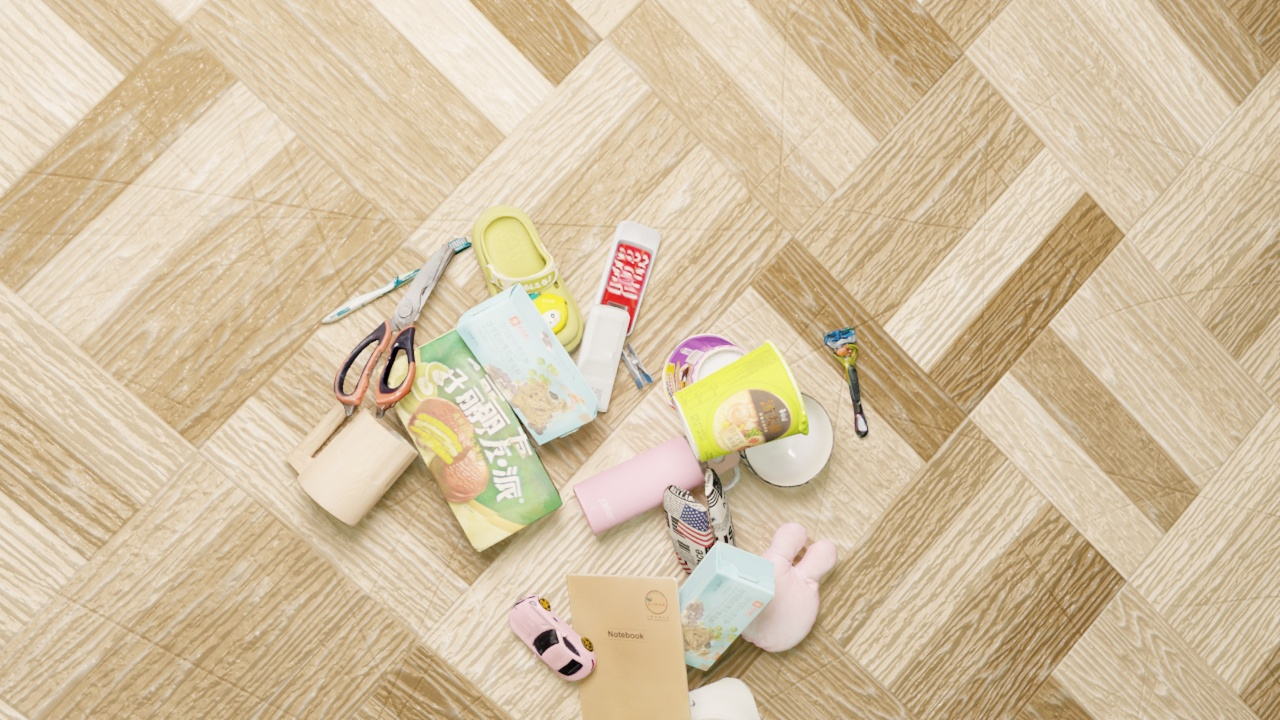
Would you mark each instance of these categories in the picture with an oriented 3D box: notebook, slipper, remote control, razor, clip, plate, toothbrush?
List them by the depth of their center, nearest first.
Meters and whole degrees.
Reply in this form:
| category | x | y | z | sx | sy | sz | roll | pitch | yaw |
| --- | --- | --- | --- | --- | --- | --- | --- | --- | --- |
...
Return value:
| category | x | y | z | sx | sy | sz | roll | pitch | yaw |
| --- | --- | --- | --- | --- | --- | --- | --- | --- | --- |
| slipper | -0.133 | -0.090 | 1.051 | 0.091 | 0.081 | 0.190 | -26 | 94 | -7 |
| toothbrush | -0.281 | -0.093 | 1.055 | 0.191 | 0.016 | 0.018 | -30 | 87 | -9 |
| notebook | -0.014 | 0.355 | 1.080 | 0.148 | 0.008 | 0.207 | -4 | 94 | 27 |
| remote control | -0.049 | -0.003 | 1.087 | 0.049 | 0.024 | 0.125 | 12 | 104 | -10 |
| remote control | -0.019 | -0.098 | 1.102 | 0.056 | 0.020 | 0.136 | 18 | 89 | -10 |
| clip | -0.007 | 0.007 | 1.105 | 0.038 | 0.026 | 0.058 | -29 | 91 | -17 |
| plate | 0.081 | 0.489 | 1.133 | 0.164 | 0.034 | 0.163 | -17 | 95 | -11 |
| razor | 0.267 | 0.030 | 1.160 | 0.042 | 0.022 | 0.143 | -14 | 95 | -8 |

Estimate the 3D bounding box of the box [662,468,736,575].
| category | x | y | z | sx | sy | sz | roll | pitch | yaw |
| --- | --- | --- | --- | --- | --- | --- | --- | --- | --- |
| box | 0.067 | 0.205 | 1.083 | 0.087 | 0.076 | 0.163 | -9 | 128 | 5 |

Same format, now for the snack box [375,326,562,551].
| category | x | y | z | sx | sy | sz | roll | pitch | yaw |
| --- | --- | --- | --- | --- | --- | --- | --- | --- | --- |
| snack box | -0.194 | 0.088 | 1.052 | 0.114 | 0.063 | 0.240 | -28 | 96 | -7 |

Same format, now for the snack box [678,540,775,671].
| category | x | y | z | sx | sy | sz | roll | pitch | yaw |
| --- | --- | --- | --- | --- | --- | --- | --- | --- | --- |
| snack box | 0.084 | 0.289 | 1.072 | 0.074 | 0.051 | 0.175 | 23 | 126 | -10 |

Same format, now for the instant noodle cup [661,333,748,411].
| category | x | y | z | sx | sy | sz | roll | pitch | yaw |
| --- | --- | --- | --- | --- | --- | --- | --- | --- | --- |
| instant noodle cup | 0.091 | 0.024 | 1.087 | 0.111 | 0.099 | 0.111 | -1 | 93 | -12 |

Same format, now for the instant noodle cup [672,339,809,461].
| category | x | y | z | sx | sy | sz | roll | pitch | yaw |
| --- | --- | --- | --- | --- | --- | --- | --- | --- | --- |
| instant noodle cup | 0.103 | 0.052 | 0.992 | 0.123 | 0.111 | 0.111 | -23 | 96 | -2 |

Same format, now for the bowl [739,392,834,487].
| category | x | y | z | sx | sy | sz | roll | pitch | yaw |
| --- | --- | --- | --- | --- | --- | --- | --- | --- | --- |
| bowl | 0.170 | 0.093 | 1.121 | 0.116 | 0.066 | 0.116 | 0 | 91 | -12 |

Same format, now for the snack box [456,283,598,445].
| category | x | y | z | sx | sy | sz | roll | pitch | yaw |
| --- | --- | --- | --- | --- | --- | --- | --- | --- | --- |
| snack box | -0.124 | 0.006 | 1.026 | 0.074 | 0.051 | 0.175 | -26 | 112 | 19 |

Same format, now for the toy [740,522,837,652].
| category | x | y | z | sx | sy | sz | roll | pitch | yaw |
| --- | --- | --- | --- | --- | --- | --- | --- | --- | --- |
| toy | 0.176 | 0.280 | 1.132 | 0.121 | 0.054 | 0.159 | 32 | 92 | -11 |

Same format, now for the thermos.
| category | x | y | z | sx | sy | sz | roll | pitch | yaw |
| --- | --- | --- | --- | --- | --- | --- | --- | --- | --- |
| thermos | 0.024 | 0.146 | 1.096 | 0.198 | 0.067 | 0.087 | -23 | 103 | -10 |

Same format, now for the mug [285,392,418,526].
| category | x | y | z | sx | sy | sz | roll | pitch | yaw |
| --- | --- | --- | --- | --- | --- | --- | --- | --- | --- |
| mug | -0.323 | 0.106 | 1.018 | 0.125 | 0.084 | 0.103 | 37 | 81 | 29 |

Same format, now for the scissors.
| category | x | y | z | sx | sy | sz | roll | pitch | yaw |
| --- | --- | --- | --- | --- | --- | --- | --- | --- | --- |
| scissors | -0.252 | -0.035 | 1.012 | 0.208 | 0.015 | 0.185 | -29 | 64 | -7 |

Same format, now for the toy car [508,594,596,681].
| category | x | y | z | sx | sy | sz | roll | pitch | yaw |
| --- | --- | --- | --- | --- | --- | --- | --- | --- | --- |
| toy car | -0.105 | 0.330 | 1.082 | 0.056 | 0.037 | 0.122 | -42 | 98 | 17 |
